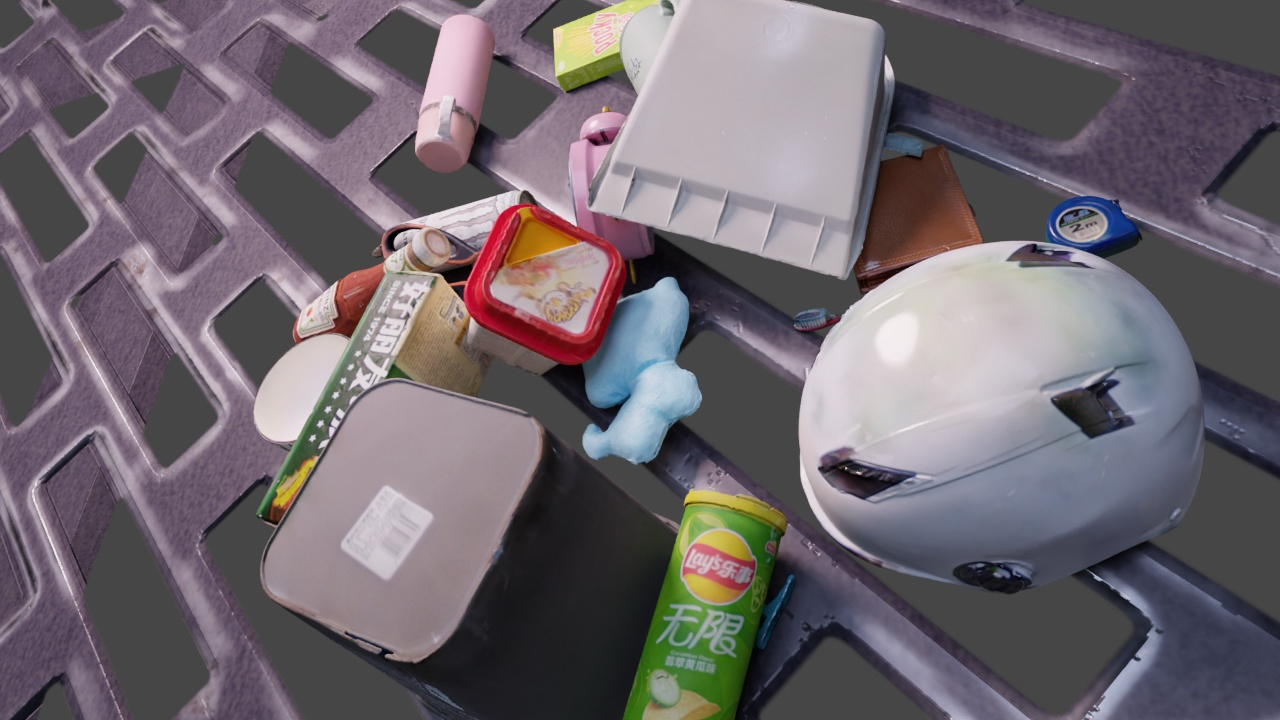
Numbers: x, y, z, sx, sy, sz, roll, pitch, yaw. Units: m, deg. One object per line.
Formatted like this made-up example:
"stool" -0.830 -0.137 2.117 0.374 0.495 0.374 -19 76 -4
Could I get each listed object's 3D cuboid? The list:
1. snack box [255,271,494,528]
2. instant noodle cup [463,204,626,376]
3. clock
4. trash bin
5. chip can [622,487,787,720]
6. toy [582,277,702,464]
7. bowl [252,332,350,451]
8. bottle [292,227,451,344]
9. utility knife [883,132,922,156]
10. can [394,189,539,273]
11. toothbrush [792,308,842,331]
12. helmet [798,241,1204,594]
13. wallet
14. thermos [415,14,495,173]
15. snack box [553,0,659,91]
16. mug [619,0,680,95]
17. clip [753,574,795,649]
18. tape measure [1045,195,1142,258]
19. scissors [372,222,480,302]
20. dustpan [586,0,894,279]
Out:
"snack box" -0.212 0.052 0.778 0.063 0.114 0.239 8 64 28
"instant noodle cup" -0.089 -0.049 0.770 0.116 0.124 0.116 26 64 -12
"clock" -0.025 -0.156 0.829 0.060 0.117 0.158 -10 57 6
"trash bin" -0.102 0.139 0.605 0.199 0.220 0.198 12 65 29
"chip can" 0.034 0.197 0.589 0.073 0.072 0.220 8 67 28
"toy" -0.004 0.004 0.754 0.161 0.050 0.156 -50 48 -5
"bowl" -0.290 0.039 0.853 0.117 0.066 0.116 -13 54 18
"bottle" -0.251 -0.061 0.860 0.207 0.059 0.059 -29 47 35
"utility knife" 0.163 -0.209 0.829 0.218 0.015 0.033 29 70 42
"can" -0.172 -0.124 0.910 0.147 0.058 0.058 -12 55 17
"toothbrush" 0.210 -0.046 0.709 0.188 0.017 0.016 -10 56 19
"helmet" 0.214 0.020 0.583 0.259 0.146 0.228 -12 55 18
"wallet" 0.215 -0.119 0.748 0.101 0.032 0.124 -15 55 12
"thermos" -0.208 -0.306 1.029 0.067 0.087 0.198 10 56 -8
"snack box" -0.021 -0.358 1.013 0.156 0.026 0.085 -16 53 15
"mug" 0.028 -0.307 0.904 0.082 0.112 0.106 -8 49 -13
"clip" 0.085 0.170 0.628 0.034 0.013 0.055 1 60 26
"tape measure" 0.331 -0.096 0.681 0.058 0.025 0.054 -19 51 7
"scissors" -0.157 -0.075 0.872 0.214 0.015 0.197 -45 84 17
"dustpan" 0.106 -0.211 0.789 0.223 0.142 0.257 17 90 10
